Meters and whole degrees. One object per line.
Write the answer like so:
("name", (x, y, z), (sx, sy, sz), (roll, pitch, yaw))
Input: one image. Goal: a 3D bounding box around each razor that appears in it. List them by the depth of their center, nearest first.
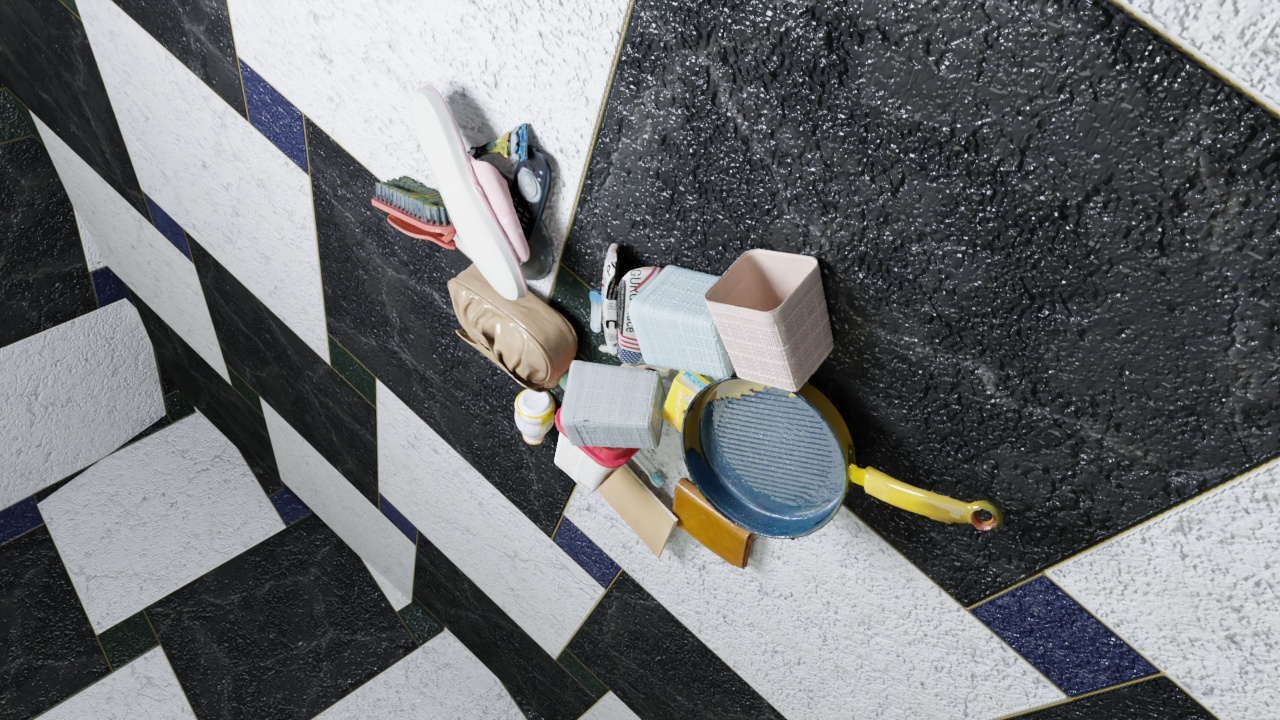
("razor", (-0.176, -0.254, 1.094), (0.143, 0.022, 0.042), (7, 94, 54))

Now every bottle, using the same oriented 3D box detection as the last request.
("bottle", (-0.168, 0.091, 1.450), (0.063, 0.063, 0.109), (36, 147, 17))

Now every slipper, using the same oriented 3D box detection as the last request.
("slipper", (-0.197, -0.202, 1.111), (0.114, 0.054, 0.274), (-1, 117, 60))

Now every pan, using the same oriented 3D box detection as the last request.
("pan", (0.196, 0.115, 0.953), (0.358, 0.078, 0.198), (7, 116, 32))

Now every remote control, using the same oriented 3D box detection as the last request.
("remote control", (-0.132, -0.200, 1.100), (0.053, 0.024, 0.137), (45, 140, 18))

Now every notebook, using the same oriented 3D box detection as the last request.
("notebook", (-0.030, 0.204, 1.433), (0.211, 0.012, 0.150), (45, 151, 19))

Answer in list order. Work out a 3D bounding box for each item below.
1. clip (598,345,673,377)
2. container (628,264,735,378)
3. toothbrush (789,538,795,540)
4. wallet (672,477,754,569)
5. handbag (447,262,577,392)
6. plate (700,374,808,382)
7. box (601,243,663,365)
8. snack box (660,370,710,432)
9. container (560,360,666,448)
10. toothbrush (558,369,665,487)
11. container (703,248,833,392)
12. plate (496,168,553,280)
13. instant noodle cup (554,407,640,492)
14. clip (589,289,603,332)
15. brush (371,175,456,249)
("clip", (-0.007, 0.008, 1.190), (0.099, 0.035, 0.098), (31, 142, 10))
("container", (0.063, -0.040, 0.995), (0.112, 0.089, 0.090), (15, 138, 38))
("toothbrush", (0.138, 0.171, 1.220), (0.189, 0.014, 0.018), (46, 159, 0))
("wallet", (0.102, 0.242, 1.323), (0.131, 0.035, 0.119), (34, 149, 26))
("handbag", (-0.185, -0.042, 1.282), (0.204, 0.099, 0.148), (35, 151, 25))
("plate", (0.148, 0.076, 1.084), (0.230, 0.027, 0.231), (32, 147, 24))
("box", (-0.005, -0.064, 1.102), (0.085, 0.075, 0.162), (6, 138, 2))
("snack box", (0.093, 0.078, 1.095), (0.140, 0.033, 0.087), (39, 148, 15))
("container", (-0.031, 0.059, 1.156), (0.114, 0.090, 0.090), (4, 154, 12))
("toothbrush", (-0.043, 0.102, 1.347), (0.224, 0.026, 0.027), (49, 126, -4))
("container", (0.133, -0.037, 0.914), (0.090, 0.090, 0.111), (15, 140, 41))
("plate", (-0.186, -0.175, 1.204), (0.179, 0.024, 0.180), (31, 146, 24))
("instant noodle cup", (-0.059, 0.110, 1.276), (0.116, 0.116, 0.124), (39, 139, 12))
("clip", (-0.051, -0.065, 1.178), (0.024, 0.028, 0.057), (22, 133, 31))
("brush", (-0.304, -0.202, 1.273), (0.146, 0.063, 0.069), (27, 128, 31))
